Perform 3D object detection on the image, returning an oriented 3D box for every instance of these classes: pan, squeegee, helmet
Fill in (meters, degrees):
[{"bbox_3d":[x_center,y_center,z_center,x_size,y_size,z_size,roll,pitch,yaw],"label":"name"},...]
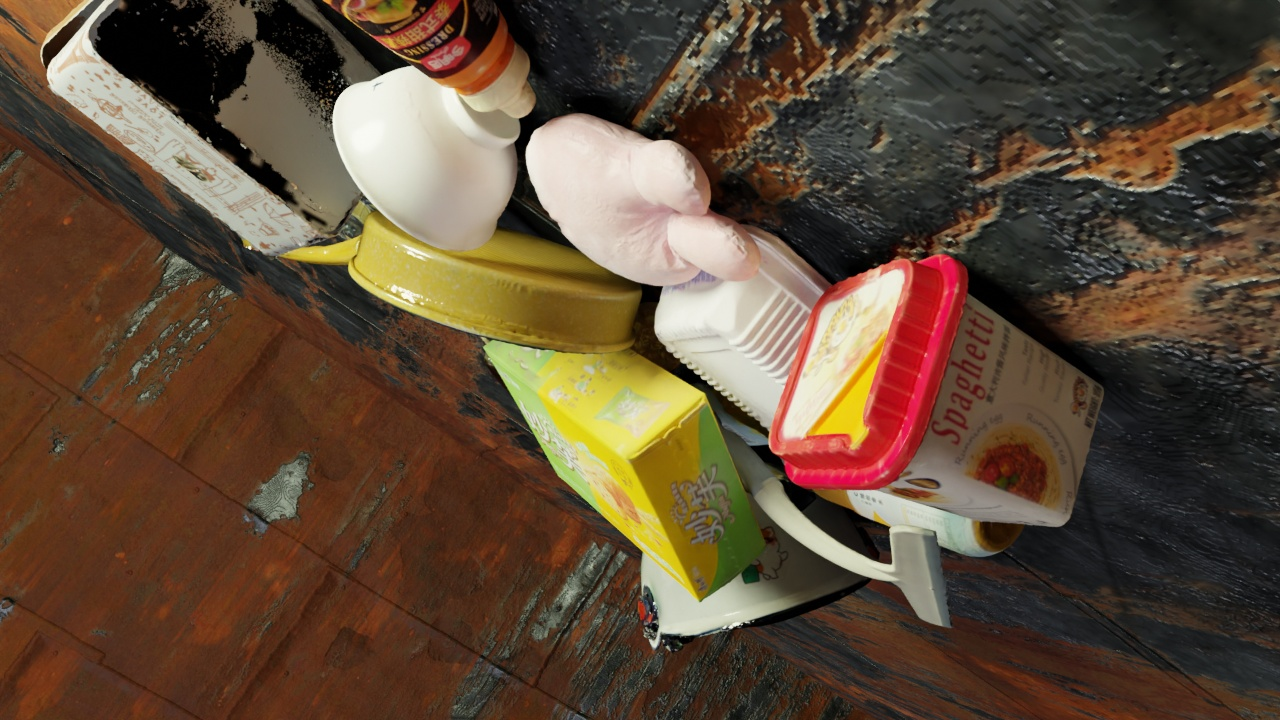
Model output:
[{"bbox_3d":[-0.165,-0.069,0.663,0.358,0.078,0.197,23,-165,26],"label":"pan"},{"bbox_3d":[0.096,0.088,0.627,0.246,0.039,0.246,39,172,31],"label":"squeegee"},{"bbox_3d":[0.098,0.176,0.879,0.274,0.230,0.156,81,171,-73],"label":"helmet"}]

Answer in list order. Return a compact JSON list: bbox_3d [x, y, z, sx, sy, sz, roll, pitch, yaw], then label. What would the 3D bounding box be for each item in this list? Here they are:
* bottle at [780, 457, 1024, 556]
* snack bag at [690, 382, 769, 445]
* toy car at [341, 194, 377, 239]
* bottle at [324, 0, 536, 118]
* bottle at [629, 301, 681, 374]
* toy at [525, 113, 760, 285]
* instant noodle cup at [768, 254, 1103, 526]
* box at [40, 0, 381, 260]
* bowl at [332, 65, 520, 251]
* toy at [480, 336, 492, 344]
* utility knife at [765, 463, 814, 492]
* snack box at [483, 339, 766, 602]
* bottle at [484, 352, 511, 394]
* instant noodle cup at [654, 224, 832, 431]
[{"bbox_3d":[0.171,0.078,0.635,0.068,0.068,0.190,42,165,-30],"label":"bottle"},{"bbox_3d":[0.063,0.056,0.821,0.110,0.038,0.191,21,164,-15],"label":"snack bag"},{"bbox_3d":[-0.274,-0.128,0.948,0.070,0.042,0.158,28,162,16],"label":"toy car"},{"bbox_3d":[-0.101,-0.169,0.444,0.067,0.066,0.149,20,167,40],"label":"bottle"},{"bbox_3d":[-0.005,0.004,0.764,0.057,0.057,0.175,33,162,0],"label":"bottle"},{"bbox_3d":[0.001,-0.083,0.502,0.160,0.054,0.121,20,157,52],"label":"toy"},{"bbox_3d":[0.148,0.024,0.457,0.124,0.116,0.117,24,167,-13],"label":"instant noodle cup"},{"bbox_3d":[-0.285,-0.175,0.615,0.175,0.151,0.182,-7,140,40],"label":"box"},{"bbox_3d":[-0.110,-0.130,0.535,0.065,0.118,0.118,-32,121,32],"label":"bowl"},{"bbox_3d":[-0.140,-0.067,0.845,0.157,0.066,0.105,153,104,-77],"label":"toy"},{"bbox_3d":[0.087,0.084,0.782,0.216,0.022,0.031,16,180,22],"label":"utility knife"},{"bbox_3d":[-0.015,0.061,0.683,0.210,0.070,0.158,31,153,48],"label":"snack box"},{"bbox_3d":[-0.095,0.021,0.970,0.044,0.079,0.195,18,162,28],"label":"bottle"},{"bbox_3d":[0.085,-0.003,0.577,0.173,0.060,0.138,39,164,-17],"label":"instant noodle cup"}]
